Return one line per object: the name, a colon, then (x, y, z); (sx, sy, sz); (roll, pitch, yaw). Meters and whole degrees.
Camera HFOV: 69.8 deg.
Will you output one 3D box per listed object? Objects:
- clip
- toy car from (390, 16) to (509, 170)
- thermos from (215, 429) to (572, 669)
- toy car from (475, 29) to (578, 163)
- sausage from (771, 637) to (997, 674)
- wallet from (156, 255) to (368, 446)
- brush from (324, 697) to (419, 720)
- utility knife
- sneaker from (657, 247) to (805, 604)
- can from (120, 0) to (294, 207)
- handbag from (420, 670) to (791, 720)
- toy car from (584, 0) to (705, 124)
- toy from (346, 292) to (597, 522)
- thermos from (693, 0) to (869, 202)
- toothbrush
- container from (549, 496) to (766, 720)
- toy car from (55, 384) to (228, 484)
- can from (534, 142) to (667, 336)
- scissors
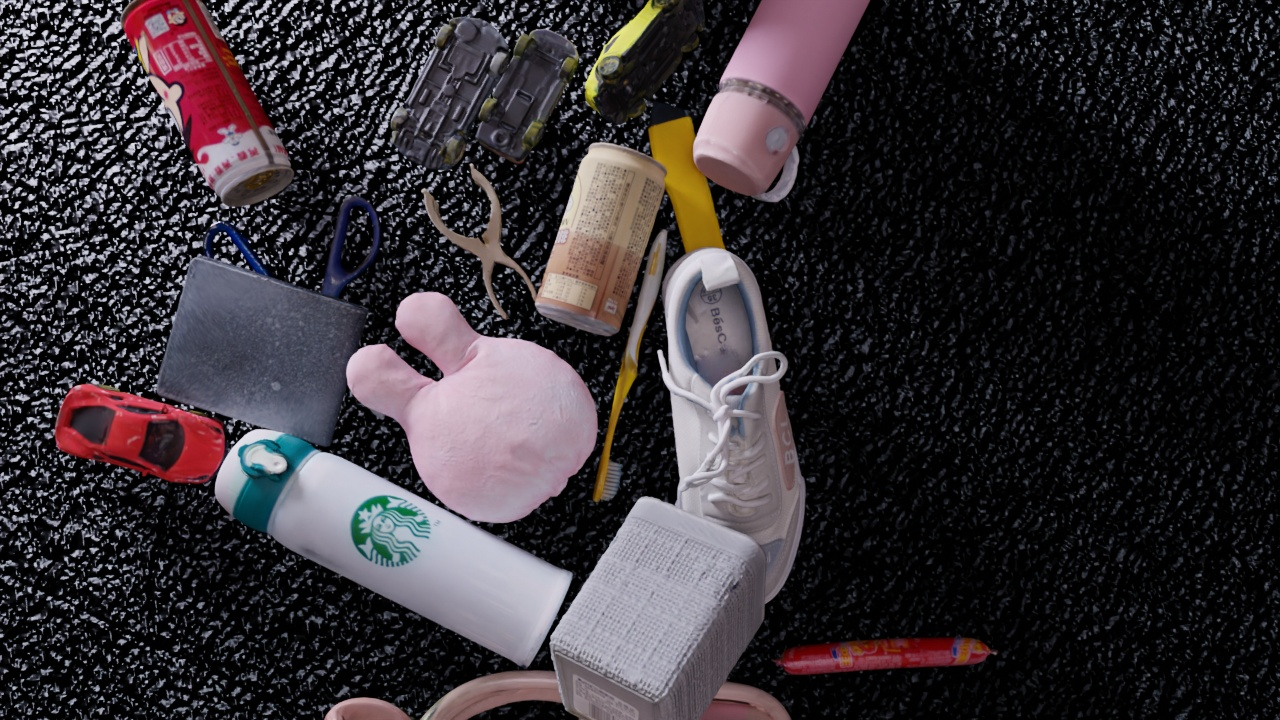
clip: (-0.094, -0.088, 0.615); (0.104, 0.035, 0.084); (43, 87, -5)
toy car: (-0.126, -0.178, 0.617); (0.049, 0.031, 0.105); (27, 88, -2)
thermos: (-0.157, 0.114, 0.582); (0.224, 0.073, 0.073); (27, 86, -2)
toy car: (-0.075, -0.178, 0.617); (0.042, 0.035, 0.090); (27, 86, -3)
sausage: (0.166, 0.200, 0.623); (0.156, 0.020, 0.020); (-2, 88, -3)
wallet: (-0.249, -0.006, 0.602); (0.121, 0.019, 0.097); (17, 93, -1)
brush: (-0.144, 0.272, 0.578); (0.063, 0.073, 0.145); (-45, 89, -3)
utility knife: (0.034, -0.104, 0.630); (0.033, 0.015, 0.153); (-14, 89, 3)
sneaker: (0.062, 0.047, 0.583); (0.089, 0.090, 0.242); (-8, 95, -2)
can: (-0.280, -0.170, 0.597); (0.053, 0.053, 0.132); (-29, 90, -4)
handbag: (-0.030, 0.270, 0.541); (0.234, 0.094, 0.192); (17, 46, 8)
toy car: (0.002, -0.210, 0.620); (0.032, 0.048, 0.105); (38, 87, 32)
toy: (-0.107, 0.029, 0.598); (0.159, 0.054, 0.121); (42, 79, -1)
thermos: (0.107, -0.203, 0.615); (0.087, 0.067, 0.198); (30, 82, -41)
toothbrush: (-0.004, 0.004, 0.624); (0.018, 0.016, 0.191); (14, 87, -13)
container: (0.010, 0.160, 0.547); (0.090, 0.090, 0.114); (18, 45, 25)
toy car: (-0.324, 0.049, 0.599); (0.106, 0.031, 0.049); (17, 88, -4)
can: (-0.025, -0.078, 0.604); (0.058, 0.058, 0.116); (18, 87, -2)
scissors: (-0.224, -0.037, 0.616); (0.175, 0.012, 0.162); (35, 87, -3)
